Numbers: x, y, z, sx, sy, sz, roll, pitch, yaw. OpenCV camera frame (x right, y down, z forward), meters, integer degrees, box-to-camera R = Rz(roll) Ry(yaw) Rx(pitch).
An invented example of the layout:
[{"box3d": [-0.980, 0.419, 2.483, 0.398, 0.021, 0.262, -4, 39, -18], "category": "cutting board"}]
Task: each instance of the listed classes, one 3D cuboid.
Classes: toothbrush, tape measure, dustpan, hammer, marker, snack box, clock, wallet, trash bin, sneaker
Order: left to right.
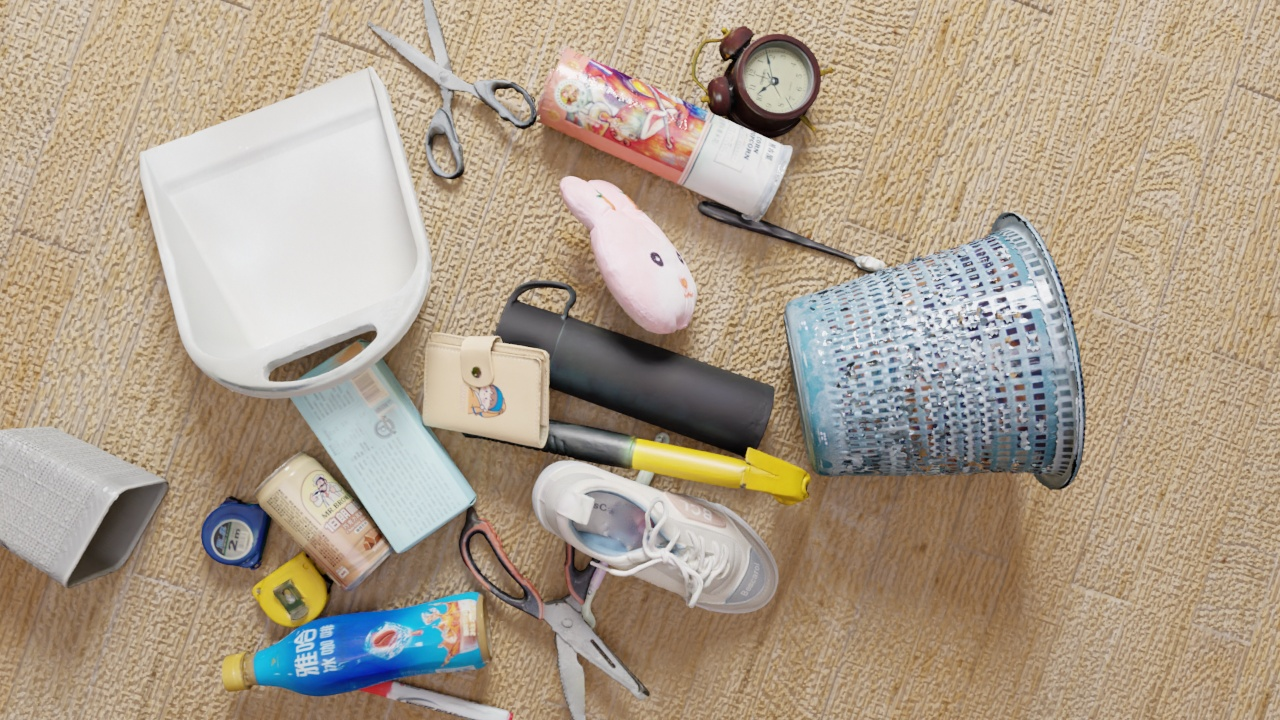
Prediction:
[{"box3d": [-0.348, 0.148, 0.792, 0.054, 0.025, 0.058, 11, 85, -2], "category": "tape measure"}, {"box3d": [-0.281, -0.101, 0.741, 0.222, 0.142, 0.258, -22, 93, -4], "category": "dustpan"}, {"box3d": [-0.299, 0.201, 0.794, 0.060, 0.029, 0.057, -36, 93, -3], "category": "tape measure"}, {"box3d": [-0.221, 0.072, 0.788, 0.074, 0.051, 0.175, -34, 91, -2], "category": "snack box"}, {"box3d": [-0.184, 0.299, 0.809, 0.145, 0.017, 0.017, 17, 89, -4], "category": "marker"}, {"box3d": [-0.129, 0.022, 0.760, 0.115, 0.024, 0.087, 9, 102, 24], "category": "wallet"}, {"box3d": [-0.017, 0.151, 0.821, 0.029, 0.020, 0.189, 23, 86, 28], "category": "toothbrush"}, {"box3d": [-0.007, 0.078, 0.775, 0.301, 0.129, 0.032, 10, 79, 11], "category": "hammer"}, {"box3d": [0.029, 0.152, 0.764, 0.242, 0.091, 0.089, 27, 83, -21], "category": "sneaker"}, {"box3d": [0.104, -0.246, 0.810, 0.122, 0.055, 0.082, 17, 89, -7], "category": "clock"}, {"box3d": [0.138, -0.112, 0.834, 0.181, 0.018, 0.015, 18, 94, -3], "category": "toothbrush"}, {"box3d": [0.225, 0.007, 0.756, 0.195, 0.226, 0.226, -9, 91, 8], "category": "trash bin"}]

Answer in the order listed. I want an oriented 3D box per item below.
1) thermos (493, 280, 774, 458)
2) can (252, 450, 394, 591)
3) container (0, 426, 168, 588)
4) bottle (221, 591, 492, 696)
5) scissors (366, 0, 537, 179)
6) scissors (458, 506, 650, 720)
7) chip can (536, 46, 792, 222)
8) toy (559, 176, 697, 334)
[{"box3d": [-0.005, 0.005, 0.792, 0.242, 0.068, 0.090, 20, 109, -4], "category": "thermos"}, {"box3d": [-0.268, 0.137, 0.781, 0.058, 0.058, 0.116, -44, 93, -3], "category": "can"}, {"box3d": [-0.476, 0.114, 0.753, 0.114, 0.090, 0.090, 29, 87, 0], "category": "container"}, {"box3d": [-0.238, 0.246, 0.778, 0.218, 0.065, 0.065, -9, 90, -5], "category": "bottle"}, {"box3d": [-0.167, -0.245, 0.805, 0.159, 0.014, 0.180, 5, 94, 5], "category": "scissors"}, {"box3d": [-0.073, 0.207, 0.801, 0.189, 0.015, 0.227, 10, 85, 5], "category": "scissors"}, {"box3d": [0.020, -0.196, 0.798, 0.214, 0.071, 0.071, 23, 88, -3], "category": "chip can"}, {"box3d": [-0.008, -0.093, 0.779, 0.054, 0.121, 0.159, -37, 84, 24], "category": "toy"}]
